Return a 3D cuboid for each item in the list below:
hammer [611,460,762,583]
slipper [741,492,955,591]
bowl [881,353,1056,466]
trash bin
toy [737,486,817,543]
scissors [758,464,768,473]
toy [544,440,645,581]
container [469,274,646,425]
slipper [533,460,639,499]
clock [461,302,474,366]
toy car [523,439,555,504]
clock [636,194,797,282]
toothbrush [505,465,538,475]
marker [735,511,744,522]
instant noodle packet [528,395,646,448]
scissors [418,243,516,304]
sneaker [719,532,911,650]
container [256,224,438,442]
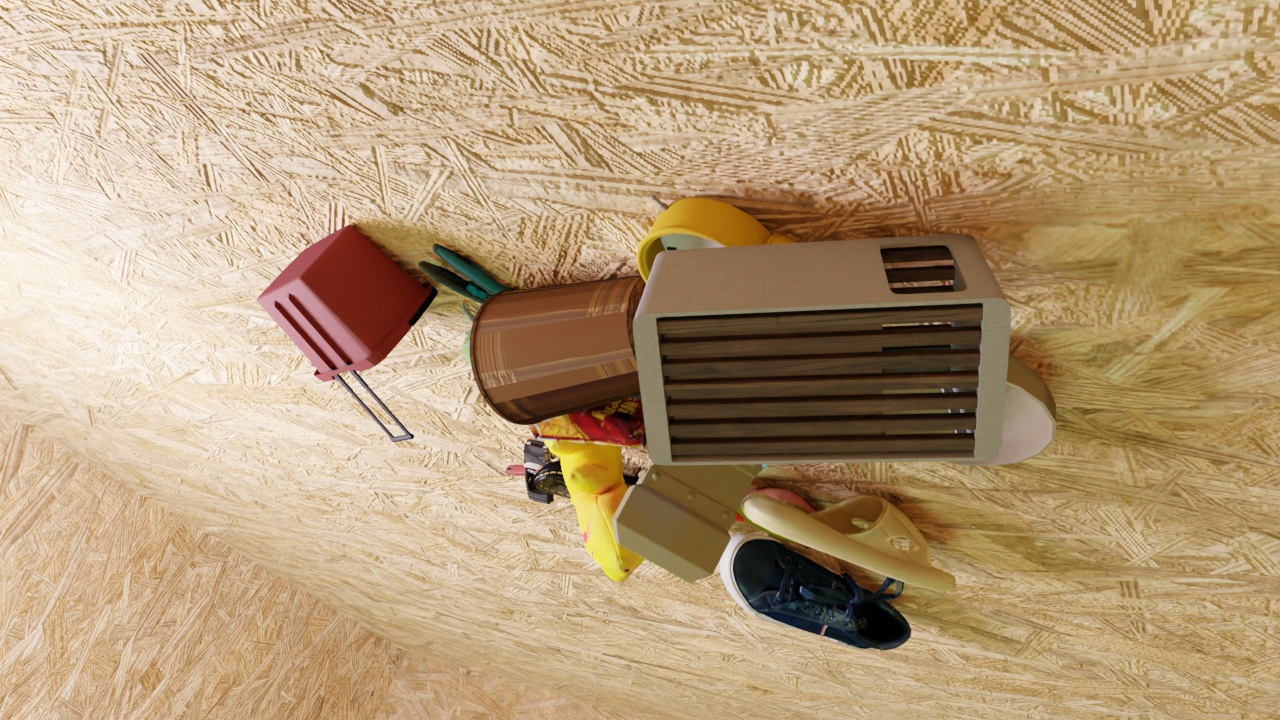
[{"bbox_3d":[0.047,0.128,1.002,0.100,0.190,0.325,29,170,1],"label":"hammer"},{"bbox_3d":[0.237,0.183,1.023,0.261,0.079,0.111,21,175,-15],"label":"slipper"},{"bbox_3d":[0.266,0.029,0.764,0.152,0.050,0.152,16,151,9],"label":"bowl"},{"bbox_3d":[0.121,-0.008,0.635,0.229,0.114,0.115,-2,117,10],"label":"trash bin"},{"bbox_3d":[0.172,0.187,1.104,0.110,0.051,0.090,33,152,-26],"label":"toy"},{"bbox_3d":[0.118,0.128,1.003,0.015,0.134,0.134,41,115,-2],"label":"scissors"},{"bbox_3d":[-0.043,0.162,1.087,0.087,0.193,0.135,-21,162,-9],"label":"toy"},{"bbox_3d":[-0.050,-0.015,0.838,0.168,0.132,0.132,-9,139,35],"label":"container"},{"bbox_3d":[-0.013,0.200,1.207,0.267,0.075,0.113,17,152,-9],"label":"slipper"},{"bbox_3d":[-0.142,-0.009,0.990,0.119,0.042,0.094,19,153,4],"label":"clock"},{"bbox_3d":[-0.138,0.153,1.245,0.040,0.037,0.092,10,117,23],"label":"toy car"},{"bbox_3d":[0.069,-0.072,0.729,0.152,0.051,0.114,24,152,6],"label":"clock"},{"bbox_3d":[-0.120,0.157,1.289,0.190,0.016,0.016,-5,147,39],"label":"toothbrush"},{"bbox_3d":[0.074,0.192,1.168,0.142,0.012,0.013,13,159,-30],"label":"marker"},{"bbox_3d":[-0.043,0.054,0.948,0.135,0.098,0.040,5,110,15],"label":"instant noodle packet"},{"bbox_3d":[-0.156,-0.068,0.919,0.142,0.019,0.128,6,143,14],"label":"scissors"},{"bbox_3d":[0.244,0.310,1.214,0.294,0.120,0.127,29,164,-19],"label":"sneaker"},{"bbox_3d":[-0.284,-0.028,0.966,0.148,0.126,0.201,-12,127,45],"label":"container"}]
